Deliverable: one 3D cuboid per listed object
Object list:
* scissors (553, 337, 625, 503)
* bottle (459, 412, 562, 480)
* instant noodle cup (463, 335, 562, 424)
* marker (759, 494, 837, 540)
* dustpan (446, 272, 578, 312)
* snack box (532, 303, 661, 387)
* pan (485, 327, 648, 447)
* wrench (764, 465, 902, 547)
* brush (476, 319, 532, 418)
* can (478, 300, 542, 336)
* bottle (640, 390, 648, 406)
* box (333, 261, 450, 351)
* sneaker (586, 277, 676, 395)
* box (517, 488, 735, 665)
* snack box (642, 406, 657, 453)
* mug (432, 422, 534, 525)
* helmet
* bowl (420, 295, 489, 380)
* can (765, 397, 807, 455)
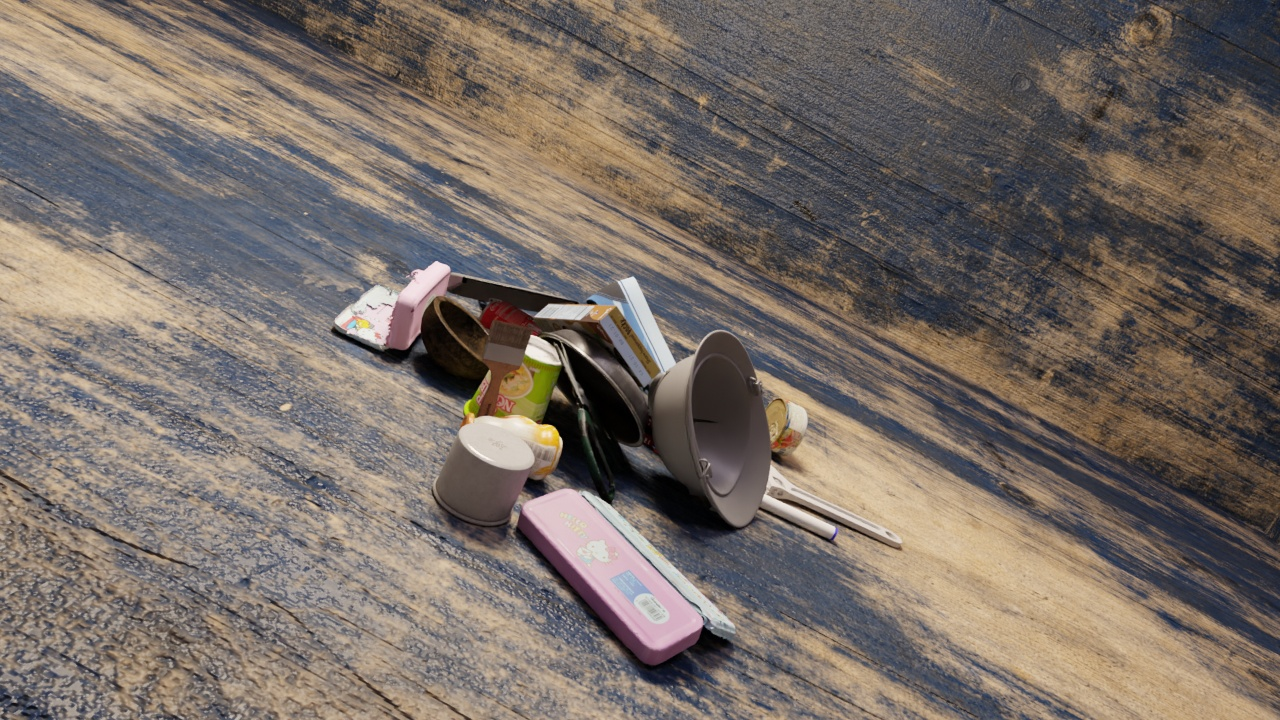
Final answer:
[{"bbox_3d":[-0.063,0.073,1.054,0.146,0.015,0.210,-83,150,-60],"label":"scissors"},{"bbox_3d":[-0.142,0.089,0.996,0.108,0.063,0.063,20,19,-19],"label":"bottle"},{"bbox_3d":[-0.144,0.030,1.085,0.099,0.108,0.098,24,19,-9],"label":"instant noodle cup"},{"bbox_3d":[0.200,0.205,1.241,0.141,0.020,0.020,26,17,-6],"label":"marker"},{"bbox_3d":[-0.206,-0.097,1.355,0.163,0.033,0.258,12,4,-22],"label":"dustpan"},{"bbox_3d":[-0.059,-0.022,1.162,0.101,0.031,0.186,55,-22,-22],"label":"snack box"},{"bbox_3d":[-0.120,0.003,1.198,0.357,0.055,0.187,29,-27,38],"label":"pan"},{"bbox_3d":[0.260,0.207,1.335,0.273,0.018,0.086,25,16,-12],"label":"wrench"},{"bbox_3d":[-0.159,0.025,1.014,0.045,0.143,0.008,11,21,-20],"label":"brush"},{"bbox_3d":[-0.176,-0.038,1.309,0.105,0.064,0.064,31,18,12],"label":"can"},{"bbox_3d":[0.016,0.067,1.348,0.030,0.030,0.113,21,18,-20],"label":"bottle"},{"bbox_3d":[-0.323,-0.079,1.196,0.102,0.087,0.201,13,19,-3],"label":"box"},{"bbox_3d":[-0.008,0.007,1.263,0.083,0.098,0.241,88,-22,-74],"label":"sneaker"},{"bbox_3d":[-0.011,0.202,0.900,0.214,0.049,0.149,39,17,34],"label":"box"},{"bbox_3d":[0.051,0.117,1.253,0.141,0.032,0.050,33,18,17],"label":"snack box"},{"bbox_3d":[-0.148,0.109,0.916,0.084,0.071,0.113,32,19,14],"label":"mug"},{"bbox_3d":[0.069,0.085,1.147,0.118,0.271,0.182,3,39,32],"label":"helmet"},{"bbox_3d":[-0.235,-0.018,1.160,0.121,0.056,0.121,46,11,-12],"label":"bowl"},{"bbox_3d":[0.223,0.105,1.454,0.043,0.086,0.086,23,18,-19],"label":"can"}]
